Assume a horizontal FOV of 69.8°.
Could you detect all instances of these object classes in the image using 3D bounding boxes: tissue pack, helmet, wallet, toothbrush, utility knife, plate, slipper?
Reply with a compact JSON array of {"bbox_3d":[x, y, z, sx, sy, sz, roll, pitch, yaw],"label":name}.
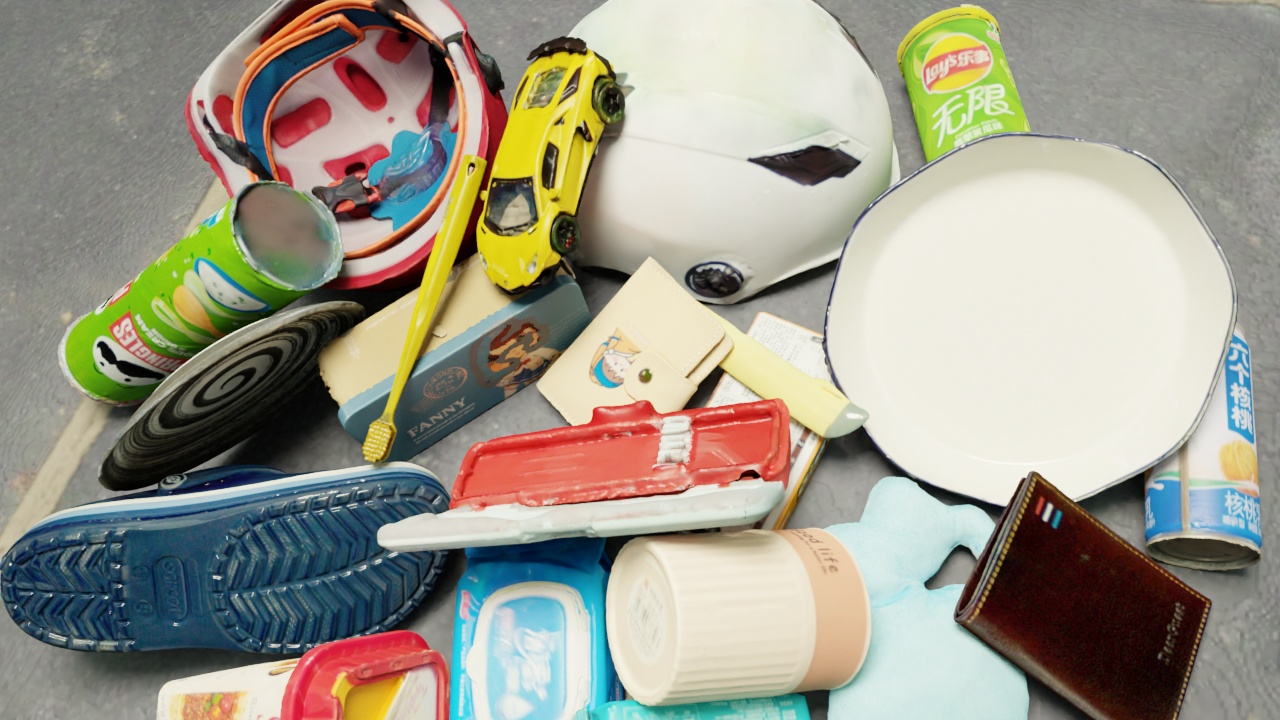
[{"bbox_3d":[-0.058,0.167,0.513,0.095,0.052,0.157,-6,62,7],"label":"tissue pack"},{"bbox_3d":[0.047,-0.170,0.618,0.259,0.146,0.228,10,65,15],"label":"helmet"},{"bbox_3d":[0.231,0.130,0.474,0.122,0.020,0.096,36,68,1],"label":"wallet"},{"bbox_3d":[-0.126,-0.031,0.537,0.015,0.016,0.190,19,86,-6],"label":"toothbrush"},{"bbox_3d":[0.034,0.214,0.452,0.133,0.050,0.093,5,58,-23],"label":"tissue pack"},{"bbox_3d":[0.067,-0.002,0.565,0.167,0.018,0.031,37,92,28],"label":"utility knife"},{"bbox_3d":[-0.248,0.015,0.561,0.179,0.179,0.024,-38,86,-10],"label":"plate"},{"bbox_3d":[-0.238,0.115,0.555,0.252,0.105,0.095,-7,20,-8],"label":"slipper"},{"bbox_3d":[-0.003,0.003,0.585,0.115,0.024,0.087,-47,70,8],"label":"wallet"},{"bbox_3d":[-0.177,-0.146,0.648,0.207,0.144,0.240,-37,73,10],"label":"helmet"},{"bbox_3d":[0.210,-0.022,0.515,0.205,0.045,0.205,3,99,23],"label":"plate"}]

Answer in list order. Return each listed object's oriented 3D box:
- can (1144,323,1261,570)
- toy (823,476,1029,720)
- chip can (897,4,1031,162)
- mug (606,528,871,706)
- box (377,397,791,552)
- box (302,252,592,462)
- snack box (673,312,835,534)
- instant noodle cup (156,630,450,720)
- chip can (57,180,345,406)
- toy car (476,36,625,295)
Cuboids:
[{"bbox_3d":[0.310,0.044,0.510,0.053,0.053,0.134,8,64,14],"label":"can"},{"bbox_3d":[0.150,0.148,0.488,0.161,0.050,0.156,-34,60,-18],"label":"toy"},{"bbox_3d":[0.227,-0.132,0.607,0.072,0.073,0.221,-8,61,6],"label":"chip can"},{"bbox_3d":[0.039,0.127,0.471,0.105,0.115,0.081,4,84,-27],"label":"mug"},{"bbox_3d":[-0.021,0.068,0.497,0.201,0.160,0.059,-9,104,16],"label":"box"},{"bbox_3d":[-0.122,-0.006,0.596,0.184,0.090,0.062,-35,63,-6],"label":"box"},{"bbox_3d":[0.074,0.046,0.568,0.075,0.026,0.153,23,69,21],"label":"snack box"},{"bbox_3d":[-0.179,0.205,0.481,0.124,0.116,0.116,-6,78,20],"label":"instant noodle cup"},{"bbox_3d":[-0.287,-0.037,0.589,0.237,0.072,0.072,-22,55,35],"label":"chip can"},{"bbox_3d":[-0.058,-0.115,0.544,0.071,0.041,0.155,10,81,41],"label":"toy car"}]
